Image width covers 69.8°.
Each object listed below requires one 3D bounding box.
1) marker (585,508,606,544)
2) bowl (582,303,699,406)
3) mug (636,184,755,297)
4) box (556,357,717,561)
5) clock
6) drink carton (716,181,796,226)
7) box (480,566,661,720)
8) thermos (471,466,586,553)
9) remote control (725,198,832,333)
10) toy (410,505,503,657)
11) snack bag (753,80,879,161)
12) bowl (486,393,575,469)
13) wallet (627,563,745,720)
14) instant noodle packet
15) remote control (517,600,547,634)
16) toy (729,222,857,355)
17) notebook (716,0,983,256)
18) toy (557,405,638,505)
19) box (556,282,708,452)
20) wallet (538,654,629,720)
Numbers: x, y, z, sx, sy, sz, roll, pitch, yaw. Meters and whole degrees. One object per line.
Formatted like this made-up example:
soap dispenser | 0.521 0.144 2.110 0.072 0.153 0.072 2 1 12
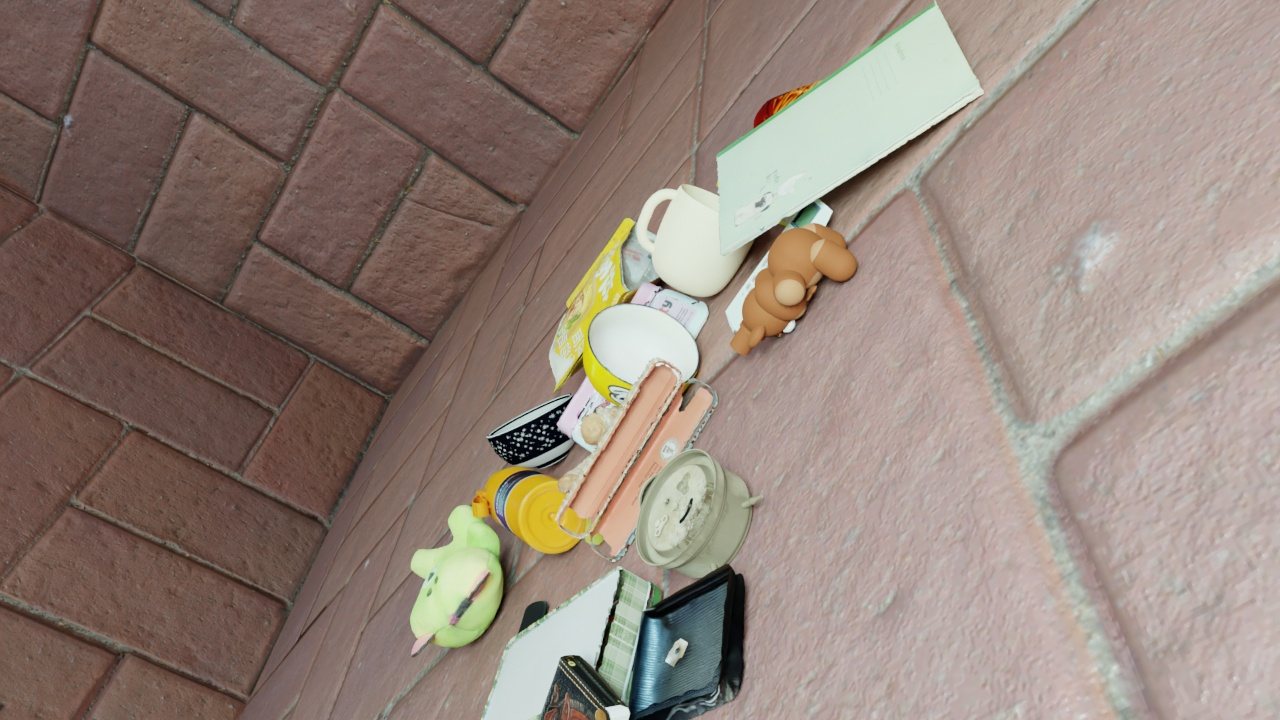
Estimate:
marker | -0.043 0.142 0.950 0.021 0.017 0.123 -50 18 24
bowl | -0.006 0.005 0.931 0.117 0.117 0.068 -76 7 -45
mug | 0.052 -0.125 0.973 0.096 0.120 0.100 -89 23 -67
box | -0.004 0.091 0.841 0.187 0.082 0.041 -60 8 1
clock | 0.036 0.117 0.711 0.093 0.054 0.141 -62 24 -5
drink carton | 0.123 -0.178 0.961 0.134 0.058 0.043 -108 37 -68
box | -0.062 0.257 0.754 0.206 0.051 0.117 -43 20 40
thermos | -0.135 0.161 1.048 0.233 0.091 0.076 -2 68 70
remote control | 0.129 -0.084 0.846 0.143 0.024 0.049 -55 17 17
toy | -0.209 0.263 1.075 0.150 0.107 0.196 -49 27 11
snack bag | 0.203 -0.248 0.913 0.138 0.066 0.208 -55 26 -8
bowl | -0.124 0.097 1.151 0.120 0.066 0.120 -26 5 2
wallet | 0.032 0.197 0.625 0.115 0.026 0.089 -42 28 43
instant noodle packet | -0.045 -0.066 1.142 0.163 0.084 0.221 -50 10 27
remote control | -0.125 0.305 0.894 0.041 0.020 0.151 -37 26 47
toy | 0.123 -0.055 0.779 0.128 0.065 0.094 -59 7 26
notebook | 0.173 -0.212 0.836 0.253 0.010 0.181 -31 33 27
toy | -0.032 0.083 0.920 0.085 0.074 0.105 -49 27 41
box | -0.018 0.007 1.024 0.201 0.077 0.146 -59 17 -5
wallet | -0.050 0.275 0.637 0.072 0.019 0.123 31 108 44
